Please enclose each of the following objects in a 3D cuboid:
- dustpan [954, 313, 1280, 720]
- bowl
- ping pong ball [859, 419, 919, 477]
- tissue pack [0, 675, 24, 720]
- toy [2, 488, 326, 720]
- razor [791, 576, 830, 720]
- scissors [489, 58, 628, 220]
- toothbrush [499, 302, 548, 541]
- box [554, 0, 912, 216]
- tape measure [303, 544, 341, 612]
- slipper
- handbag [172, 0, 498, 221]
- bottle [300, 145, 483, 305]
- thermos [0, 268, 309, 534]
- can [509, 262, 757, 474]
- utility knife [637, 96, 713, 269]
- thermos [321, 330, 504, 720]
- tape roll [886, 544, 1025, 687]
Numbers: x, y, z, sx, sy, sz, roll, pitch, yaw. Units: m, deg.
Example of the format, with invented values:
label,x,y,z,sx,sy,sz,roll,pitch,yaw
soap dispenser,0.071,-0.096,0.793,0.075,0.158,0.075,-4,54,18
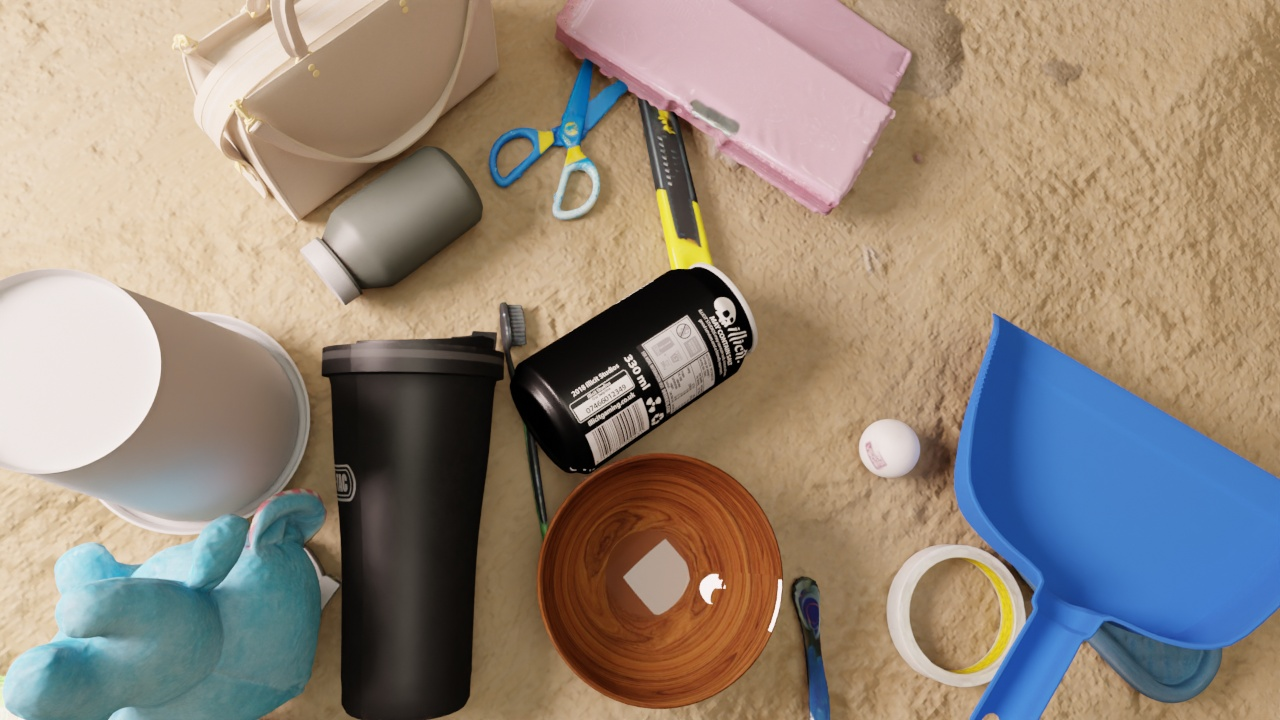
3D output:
label,x,y,z,sx,sy,sz,roll,pitch,yaw
dustpan,0.277,0.129,0.583,0.245,0.059,0.257,33,82,11
bowl,0.008,0.133,0.571,0.147,0.069,0.147,2,80,-9
ping pong ball,0.170,0.060,0.628,0.040,0.040,0.040,2,80,-10
tissue pack,-0.327,0.229,0.503,0.099,0.034,0.114,-1,80,5
toy,-0.239,0.134,0.451,0.115,0.181,0.183,29,80,17
razor,0.114,0.214,0.603,0.044,0.018,0.141,-3,81,-10
scissors,-0.040,-0.155,0.640,0.097,0.020,0.132,45,77,-3
toothbrush,-0.070,0.052,0.600,0.017,0.014,0.188,-8,82,-20
box,0.078,-0.231,0.649,0.233,0.051,0.180,31,69,-5
tape measure,-0.221,0.140,0.555,0.065,0.017,0.064,35,76,-3
slipper,0.326,0.144,0.633,0.103,0.059,0.213,-35,89,-11
handbag,-0.169,-0.188,0.527,0.194,0.198,0.101,-42,90,-14
bottle,-0.157,-0.085,0.583,0.108,0.060,0.060,-40,89,-14
thermos,-0.250,0.022,0.464,0.131,0.222,0.131,2,80,-10
can,-0.003,0.003,0.580,0.145,0.080,0.080,-33,88,-20
utility knife,0.019,-0.142,0.647,0.028,0.020,0.186,-10,81,-15
thermos,-0.135,0.091,0.541,0.105,0.106,0.218,1,85,-10
tape roll,0.216,0.173,0.628,0.094,0.019,0.094,2,80,-10
